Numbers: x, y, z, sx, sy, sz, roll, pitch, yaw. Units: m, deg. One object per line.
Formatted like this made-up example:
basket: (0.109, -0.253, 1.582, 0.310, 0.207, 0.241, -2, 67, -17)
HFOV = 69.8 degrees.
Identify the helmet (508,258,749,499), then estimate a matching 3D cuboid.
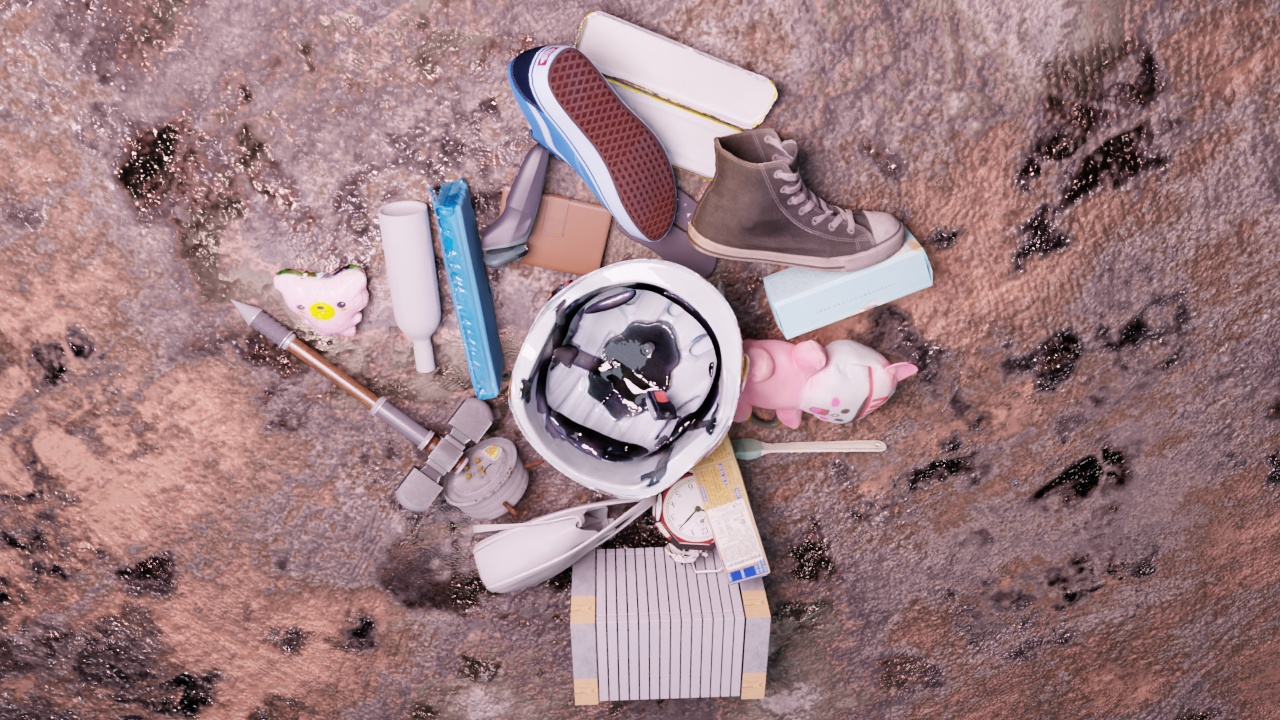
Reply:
helmet: (-0.006, 0.006, 1.016, 0.236, 0.163, 0.264, 33, 105, -3)

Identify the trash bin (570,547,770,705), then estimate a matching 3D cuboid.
trash bin: (0.036, 0.346, 1.216, 0.247, 0.142, 0.143, -1, 119, -2)

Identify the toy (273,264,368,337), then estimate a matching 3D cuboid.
toy: (-0.352, -0.065, 1.027, 0.102, 0.050, 0.093, 0, 123, 1)

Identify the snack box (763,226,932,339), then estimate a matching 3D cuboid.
snack box: (0.229, -0.089, 1.024, 0.175, 0.074, 0.053, -20, 118, 8)

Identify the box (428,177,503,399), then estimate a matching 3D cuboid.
box: (-0.193, -0.075, 1.005, 0.048, 0.093, 0.232, -6, 120, 0)

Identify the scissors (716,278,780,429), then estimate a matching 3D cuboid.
scissors: (0.088, 0.010, 1.106, 0.162, 0.016, 0.225, -24, 117, 10)

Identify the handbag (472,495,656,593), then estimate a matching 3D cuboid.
handbag: (-0.085, 0.206, 1.138, 0.223, 0.216, 0.095, -24, 79, 4)

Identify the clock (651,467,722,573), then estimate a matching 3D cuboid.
clock: (0.076, 0.199, 1.176, 0.114, 0.065, 0.155, -18, 101, -1)

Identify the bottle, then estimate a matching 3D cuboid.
bottle: (-0.252, -0.076, 1.024, 0.052, 0.052, 0.195, -2, 119, -1)

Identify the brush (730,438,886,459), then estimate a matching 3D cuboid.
brush: (0.203, 0.110, 1.157, 0.217, 0.033, 0.012, -1, 119, -3)

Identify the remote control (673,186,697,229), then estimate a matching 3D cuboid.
remote control: (0.048, -0.166, 1.007, 0.136, 0.015, 0.032, 33, 113, -20)

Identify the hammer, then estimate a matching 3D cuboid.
hammer: (-0.338, 0.030, 1.072, 0.322, 0.043, 0.156, 38, 80, -11)

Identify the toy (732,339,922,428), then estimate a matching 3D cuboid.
toy: (0.204, 0.023, 1.066, 0.213, 0.084, 0.142, 3, 147, -8)

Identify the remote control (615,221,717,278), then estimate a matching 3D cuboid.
remote control: (0.032, -0.134, 1.028, 0.124, 0.009, 0.046, 33, 113, -18)

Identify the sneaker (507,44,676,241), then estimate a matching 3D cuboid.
sneaker: (-0.049, -0.220, 0.933, 0.083, 0.098, 0.241, -54, 133, -16)

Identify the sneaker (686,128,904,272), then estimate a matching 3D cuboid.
sneaker: (0.174, -0.168, 0.956, 0.234, 0.095, 0.120, 8, 130, -5)

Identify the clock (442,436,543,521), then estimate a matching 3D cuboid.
clock: (-0.199, 0.146, 1.130, 0.148, 0.103, 0.056, -5, 135, 35)

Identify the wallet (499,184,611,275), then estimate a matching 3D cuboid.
wallet: (-0.098, -0.142, 1.016, 0.121, 0.013, 0.088, 12, 118, -5)

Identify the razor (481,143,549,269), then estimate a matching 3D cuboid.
razor: (-0.131, -0.163, 0.975, 0.052, 0.047, 0.143, 18, 114, -12)

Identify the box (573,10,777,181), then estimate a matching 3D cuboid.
box: (0.024, -0.266, 0.941, 0.209, 0.038, 0.130, 19, 129, -11)

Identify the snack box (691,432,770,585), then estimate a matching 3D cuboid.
snack box: (0.101, 0.164, 1.110, 0.056, 0.057, 0.207, -17, 100, 2)
